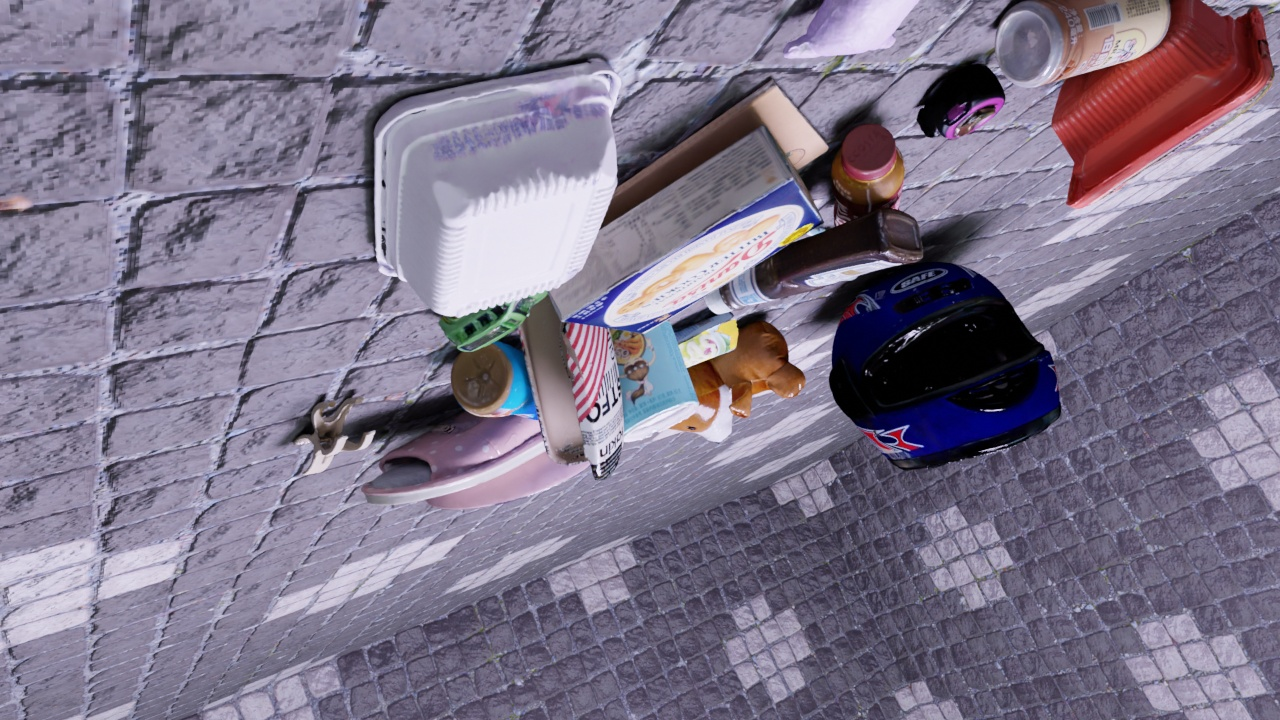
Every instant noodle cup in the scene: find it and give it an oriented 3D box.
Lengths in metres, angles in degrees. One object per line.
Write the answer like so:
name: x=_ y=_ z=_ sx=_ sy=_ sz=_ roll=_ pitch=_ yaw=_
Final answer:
instant noodle cup: x=-0.079 y=-0.085 z=0.529 sx=0.137 sy=0.060 sz=0.174 roll=-19 pitch=163 yaw=-22
instant noodle cup: x=-0.005 y=0.005 z=0.831 sx=0.111 sy=0.120 sz=0.111 roll=-24 pitch=165 yaw=-7
instant noodle cup: x=0.410 y=-0.221 z=0.743 sx=0.165 sy=0.079 sz=0.188 roll=-41 pitch=-173 yaw=43

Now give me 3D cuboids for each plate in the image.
plate: x=-0.146 y=0.107 z=1.004 sx=0.192 sy=0.039 sz=0.192 roll=-12 pitch=-169 yaw=2

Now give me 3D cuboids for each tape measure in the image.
tape measure: x=0.252 y=-0.198 z=0.712 sx=0.057 sy=0.039 sz=0.058 roll=-19 pitch=164 yaw=-23

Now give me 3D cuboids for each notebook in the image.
notebook: x=0.032 y=-0.121 z=0.682 sx=0.208 sy=0.008 sz=0.147 roll=-31 pitch=164 yaw=20

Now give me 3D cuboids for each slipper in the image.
slipper: x=-0.156 y=0.077 z=0.916 sx=0.114 sy=0.054 sz=0.273 roll=-3 pitch=-167 yaw=43

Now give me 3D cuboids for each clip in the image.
clip: x=-0.258 y=0.076 z=0.772 sx=0.034 sy=0.081 sz=0.105 roll=-9 pitch=147 yaw=-47

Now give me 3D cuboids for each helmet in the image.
helmet: x=0.367 y=-0.004 z=1.150 sx=0.247 sy=0.240 sz=0.315 roll=-24 pitch=176 yaw=-3

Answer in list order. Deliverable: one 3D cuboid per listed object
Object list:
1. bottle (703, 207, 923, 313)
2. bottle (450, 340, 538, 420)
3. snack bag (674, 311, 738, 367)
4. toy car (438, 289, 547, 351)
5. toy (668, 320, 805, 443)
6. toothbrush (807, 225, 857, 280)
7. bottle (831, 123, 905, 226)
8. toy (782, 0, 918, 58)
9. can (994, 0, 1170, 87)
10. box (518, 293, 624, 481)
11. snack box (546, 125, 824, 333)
bottle: x=0.138 y=-0.080 z=0.786 sx=0.195 sy=0.044 sz=0.079 roll=-16 pitch=168 yaw=42
bottle: x=-0.095 y=0.025 z=0.860 sx=0.065 sy=0.065 sz=0.218 roll=-30 pitch=164 yaw=16
snack bag: x=0.015 y=0.001 z=1.018 sx=0.191 sy=0.039 sz=0.110 roll=-22 pitch=171 yaw=-6
toy car: x=-0.107 y=-0.040 z=0.685 sx=0.091 sy=0.036 sz=0.043 roll=-34 pitch=162 yaw=16
toy: x=0.093 y=0.035 z=1.118 sx=0.199 sy=0.130 sz=0.140 roll=-18 pitch=-173 yaw=1
toothbrush: x=0.195 y=-0.113 z=0.938 sx=0.224 sy=0.027 sz=0.026 roll=14 pitch=99 yaw=-67
bottle: x=0.189 y=-0.143 z=0.766 sx=0.057 sy=0.057 sz=0.175 roll=-27 pitch=165 yaw=6
toy: x=0.137 y=-0.206 z=0.503 sx=0.083 sy=0.039 sz=0.108 roll=-17 pitch=160 yaw=-30
can: x=0.314 y=-0.235 z=0.654 sx=0.116 sy=0.058 sz=0.059 roll=-20 pitch=164 yaw=-21
box: x=-0.060 y=0.019 z=0.764 sx=0.087 sy=0.163 sz=0.076 roll=2 pitch=-151 yaw=27
snack box: x=0.039 y=-0.086 z=0.680 sx=0.178 sy=0.045 sz=0.182 roll=-31 pitch=170 yaw=16
